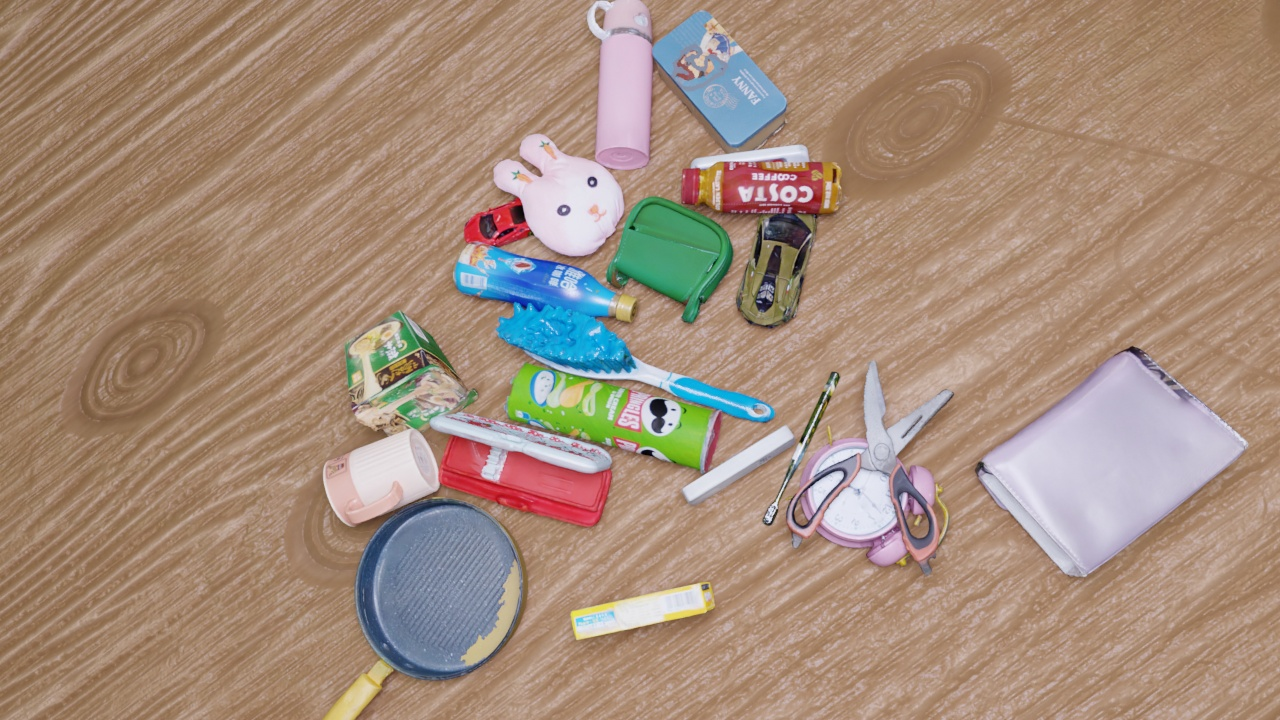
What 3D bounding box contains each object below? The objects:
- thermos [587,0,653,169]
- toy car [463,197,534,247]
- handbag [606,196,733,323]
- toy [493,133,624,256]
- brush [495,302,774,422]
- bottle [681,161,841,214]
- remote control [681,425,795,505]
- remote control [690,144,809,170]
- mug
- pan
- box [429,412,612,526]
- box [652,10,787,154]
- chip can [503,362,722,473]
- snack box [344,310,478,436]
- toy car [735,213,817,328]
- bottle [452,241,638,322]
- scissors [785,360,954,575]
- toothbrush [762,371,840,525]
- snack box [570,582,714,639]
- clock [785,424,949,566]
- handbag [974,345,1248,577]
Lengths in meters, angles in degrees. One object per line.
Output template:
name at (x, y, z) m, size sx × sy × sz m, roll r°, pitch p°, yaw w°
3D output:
thermos at (-0.026, -0.336, 1.102) m, size 0.067 × 0.087 × 0.198 m, roll -13°, pitch 73°, yaw 54°
toy car at (-0.167, -0.167, 1.120) m, size 0.106 × 0.031 × 0.049 m, roll -19°, pitch 74°, yaw 8°
handbag at (0.035, -0.118, 1.057) m, size 0.131 × 0.068 × 0.120 m, roll 28°, pitch 92°, yaw 14°
toy at (-0.097, -0.198, 1.089) m, size 0.159 × 0.054 × 0.121 m, roll 39°, pitch 73°, yaw 4°
brush at (-0.006, 0.006, 1.029) m, size 0.315 × 0.109 × 0.060 m, roll 14°, pitch 73°, yaw 21°
bottle at (0.133, -0.193, 1.026) m, size 0.175 × 0.057 × 0.057 m, roll 1°, pitch 78°, yaw 2°
remote control at (0.106, 0.114, 0.995) m, size 0.135 × 0.056 × 0.019 m, roll -32°, pitch 74°, yaw 3°
remote control at (0.127, -0.216, 1.061) m, size 0.136 × 0.056 × 0.020 m, roll -5°, pitch 49°, yaw 9°
mug at (-0.294, 0.139, 1.039) m, size 0.106 × 0.114 × 0.082 m, roll -23°, pitch 113°, yaw 3°
pan at (-0.271, 0.318, 1.012) m, size 0.198 × 0.078 × 0.357 m, roll 33°, pitch 86°, yaw 16°
box at (-0.137, 0.116, 1.018) m, size 0.201 × 0.101 × 0.095 m, roll 14°, pitch 80°, yaw 14°
box at (0.097, -0.320, 1.086) m, size 0.090 × 0.062 × 0.184 m, roll -40°, pitch 72°, yaw 1°
chip can at (-0.031, 0.062, 1.024) m, size 0.236 × 0.072 × 0.072 m, roll 14°, pitch 81°, yaw 14°
snack box at (-0.276, 0.012, 1.067) m, size 0.117 × 0.118 × 0.105 m, roll -29°, pitch 64°, yaw 4°
toy car at (0.155, -0.113, 1.043) m, size 0.070 × 0.042 × 0.158 m, roll 13°, pitch 78°, yaw 12°
bottle at (-0.109, -0.086, 1.074) m, size 0.219 × 0.065 × 0.065 m, roll 15°, pitch 81°, yaw 13°
scissors at (0.235, 0.110, 0.930) m, size 0.189 × 0.015 × 0.222 m, roll -11°, pitch 77°, yaw 9°
toothbrush at (0.177, 0.095, 1.005) m, size 0.012 × 0.017 × 0.185 m, roll 24°, pitch 84°, yaw 17°
snack box at (0.005, 0.263, 0.966) m, size 0.140 × 0.087 × 0.033 m, roll -12°, pitch 76°, yaw 8°
clock at (0.243, 0.147, 0.960) m, size 0.158 × 0.060 × 0.117 m, roll 29°, pitch 85°, yaw 13°
handbag at (0.456, 0.100, 0.910) m, size 0.197 × 0.098 × 0.145 m, roll -39°, pitch 76°, yaw 2°
